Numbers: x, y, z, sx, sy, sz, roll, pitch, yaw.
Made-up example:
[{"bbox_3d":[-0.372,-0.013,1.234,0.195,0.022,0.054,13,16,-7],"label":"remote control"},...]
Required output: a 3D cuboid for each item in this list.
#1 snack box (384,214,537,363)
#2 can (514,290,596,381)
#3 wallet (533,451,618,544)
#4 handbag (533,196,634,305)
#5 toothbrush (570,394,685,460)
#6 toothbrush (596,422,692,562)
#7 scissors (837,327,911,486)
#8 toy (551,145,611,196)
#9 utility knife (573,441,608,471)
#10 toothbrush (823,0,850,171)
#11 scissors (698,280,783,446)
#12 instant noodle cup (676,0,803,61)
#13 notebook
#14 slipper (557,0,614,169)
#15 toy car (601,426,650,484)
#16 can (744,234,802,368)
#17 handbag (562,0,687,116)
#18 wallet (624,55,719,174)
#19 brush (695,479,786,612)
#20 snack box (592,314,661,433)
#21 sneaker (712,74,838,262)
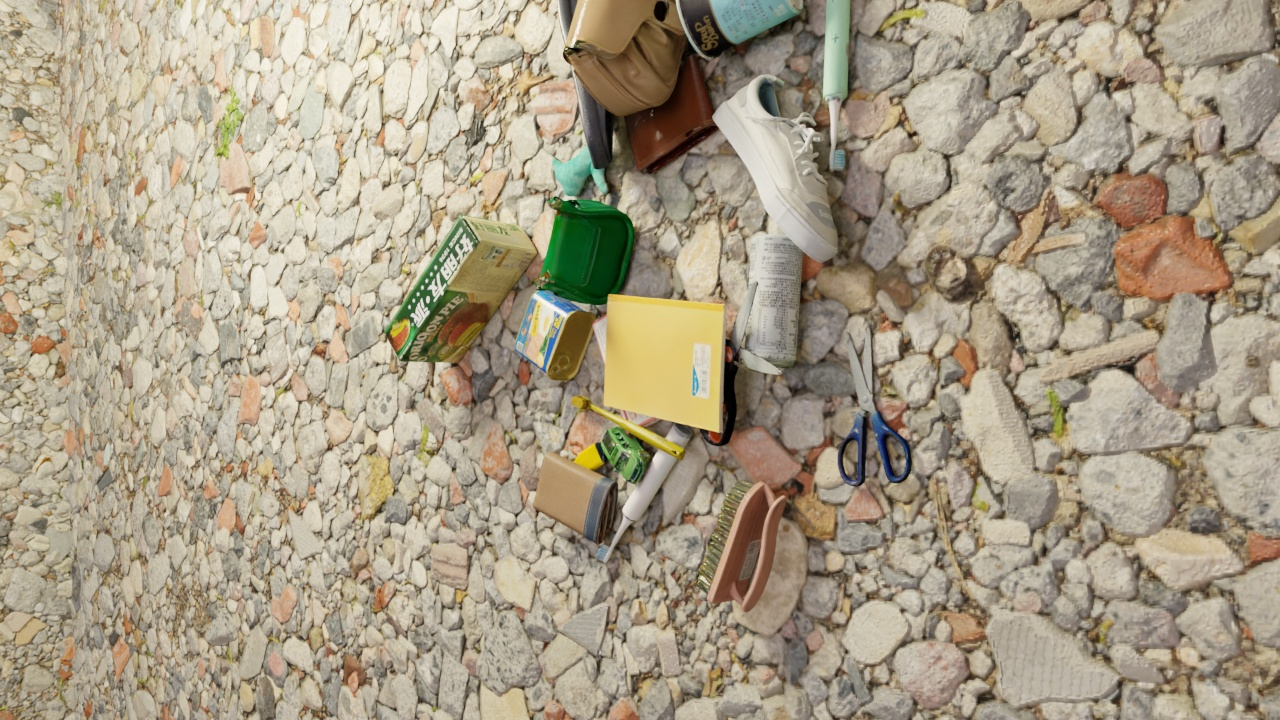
[{"bbox_3d":[-0.262,-0.097,1.328,0.241,0.114,0.063,-50,60,28],"label":"snack box"},{"bbox_3d":[-0.117,-0.036,1.244,0.083,0.057,0.102,34,109,38],"label":"can"},{"bbox_3d":[-0.086,0.180,1.210,0.115,0.033,0.090,21,107,30],"label":"wallet"},{"bbox_3d":[-0.075,-0.140,1.173,0.068,0.120,0.131,24,105,44],"label":"handbag"},{"bbox_3d":[-0.019,0.082,1.147,0.190,0.016,0.016,25,106,38],"label":"toothbrush"},{"bbox_3d":[0.001,0.172,1.156,0.026,0.026,0.221,29,111,-3],"label":"toothbrush"},{"bbox_3d":[0.248,0.052,0.967,0.140,0.012,0.171,28,105,39],"label":"scissors"},{"bbox_3d":[-0.076,-0.254,1.235,0.092,0.030,0.096,-35,73,36],"label":"toy"},{"bbox_3d":[-0.091,0.154,1.240,0.154,0.015,0.033,-40,60,32],"label":"utility knife"},{"bbox_3d":[0.213,-0.318,0.999,0.027,0.026,0.224,2,89,18],"label":"toothbrush"},{"bbox_3d":[0.093,0.000,1.042,0.234,0.021,0.221,-137,45,-55],"label":"scissors"},{"bbox_3d":[0.118,-0.413,1.041,0.121,0.111,0.111,-10,82,30],"label":"instant noodle cup"},{"bbox_3d":[0.024,-0.001,1.092,0.207,0.010,0.146,9,100,49],"label":"notebook"},{"bbox_3d":[-0.049,-0.377,1.187,0.083,0.111,0.268,-11,75,2],"label":"slipper"},{"bbox_3d":[-0.020,0.118,1.160,0.043,0.036,0.091,-64,34,16],"label":"toy car"},{"bbox_3d":[0.148,-0.065,1.023,0.058,0.058,0.146,4,91,40],"label":"can"},{"bbox_3d":[-0.007,-0.404,1.091,0.100,0.147,0.204,-3,71,51],"label":"handbag"},{"bbox_3d":[0.035,-0.305,1.145,0.125,0.032,0.101,-27,69,35],"label":"wallet"},{"bbox_3d":[0.119,0.206,1.035,0.073,0.063,0.146,26,103,41],"label":"brush"},{"bbox_3d":[-0.007,0.007,1.168,0.077,0.027,0.155,-30,70,35],"label":"snack box"},{"bbox_3d":[0.168,-0.216,1.001,0.091,0.089,0.242,-40,58,26],"label":"sneaker"}]
